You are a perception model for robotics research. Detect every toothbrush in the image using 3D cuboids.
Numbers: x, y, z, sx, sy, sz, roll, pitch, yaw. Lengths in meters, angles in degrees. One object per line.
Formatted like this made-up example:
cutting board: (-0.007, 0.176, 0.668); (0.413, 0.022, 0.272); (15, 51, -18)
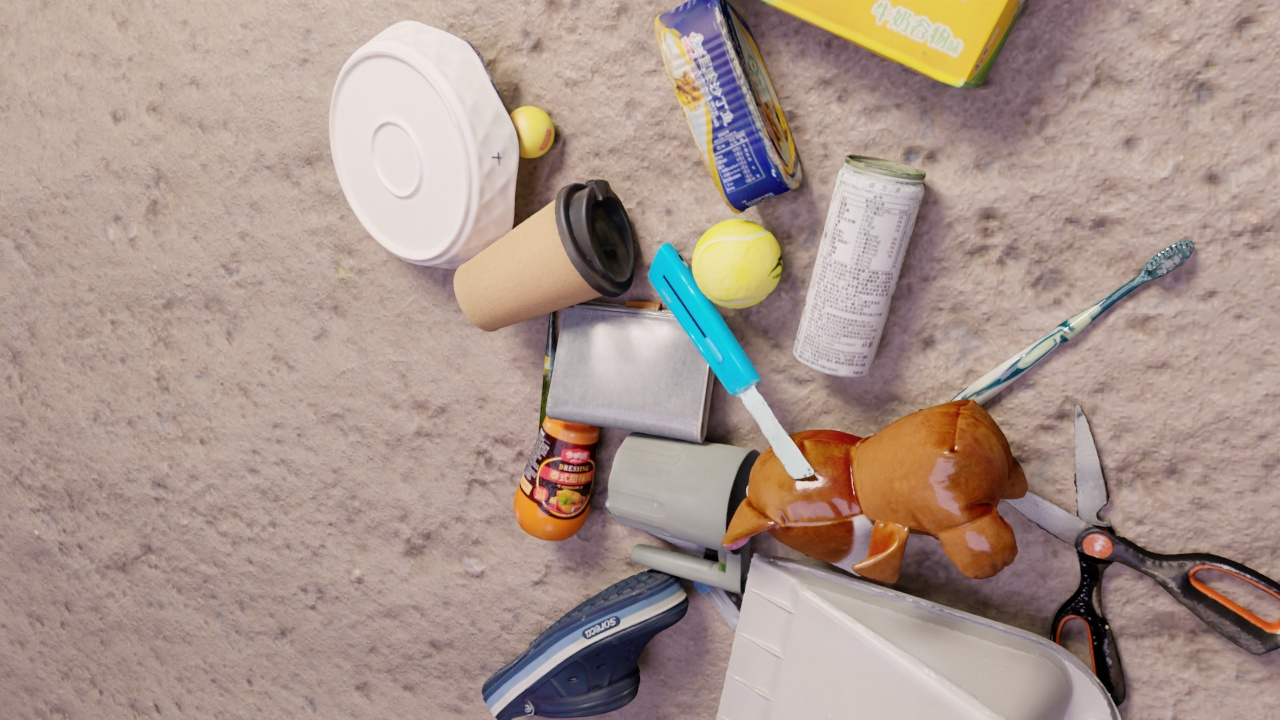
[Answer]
toothbrush: (-0.076, 0.011, 0.801); (0.017, 0.012, 0.186); (12, 111, 12)
toothbrush: (0.278, -0.015, 0.610); (0.016, 0.018, 0.192); (50, 120, 5)

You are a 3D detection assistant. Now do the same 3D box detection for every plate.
plate: (-0.187, -0.170, 0.758); (0.205, 0.045, 0.205); (19, 122, 33)

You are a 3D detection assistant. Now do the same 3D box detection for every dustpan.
dustpan: (0.206, 0.276, 0.686); (0.258, 0.142, 0.223); (24, 113, 37)

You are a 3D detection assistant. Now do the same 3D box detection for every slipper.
slipper: (-0.051, 0.273, 0.814); (0.254, 0.104, 0.095); (-42, 78, 33)

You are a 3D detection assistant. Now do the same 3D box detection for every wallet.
wallet: (-0.004, 0.004, 0.737); (0.130, 0.037, 0.106); (7, 84, 18)

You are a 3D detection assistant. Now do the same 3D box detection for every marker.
marker: (0.027, 0.150, 0.788); (0.131, 0.018, 0.022); (23, 96, 19)

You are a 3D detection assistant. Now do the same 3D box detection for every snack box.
snack box: (0.147, -0.281, 0.563); (0.210, 0.069, 0.158); (30, 117, 15)

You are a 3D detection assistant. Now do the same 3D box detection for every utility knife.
utility knife: (0.063, -0.002, 0.666); (0.034, 0.018, 0.223); (-52, 52, 29)

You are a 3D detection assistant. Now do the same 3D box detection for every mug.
mug: (0.037, 0.122, 0.738); (0.103, 0.083, 0.124); (9, 111, 26)

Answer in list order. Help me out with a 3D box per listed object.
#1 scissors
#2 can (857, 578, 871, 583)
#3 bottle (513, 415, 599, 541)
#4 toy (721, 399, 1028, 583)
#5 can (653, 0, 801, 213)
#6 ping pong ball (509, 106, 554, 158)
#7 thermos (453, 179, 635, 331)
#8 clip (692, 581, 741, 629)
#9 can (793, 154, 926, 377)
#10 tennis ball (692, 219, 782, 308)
scissors: (0.326, 0.147, 0.633); (0.221, 0.021, 0.233); (15, 112, 22)
can: (0.167, 0.249, 0.725); (0.058, 0.057, 0.147); (4, 107, 26)
bottle: (-0.065, 0.080, 0.792); (0.067, 0.066, 0.150); (21, 107, 20)
toy: (0.159, 0.094, 0.637); (0.200, 0.139, 0.130); (-7, 111, 32)
can: (0.062, -0.180, 0.637); (0.049, 0.074, 0.148); (-20, 97, 27)
ping pong ball: (-0.089, -0.182, 0.731); (0.040, 0.040, 0.040); (8, 109, 25)
thermos: (-0.074, -0.076, 0.723); (0.143, 0.092, 0.093); (-21, 95, 27)
clip: (0.072, 0.203, 0.783); (0.026, 0.036, 0.058); (-43, 81, 28)
can: (0.150, -0.064, 0.636); (0.058, 0.058, 0.147); (19, 113, 21)
tennis ball: (0.071, -0.071, 0.670); (0.065, 0.065, 0.065); (8, 109, 25)
